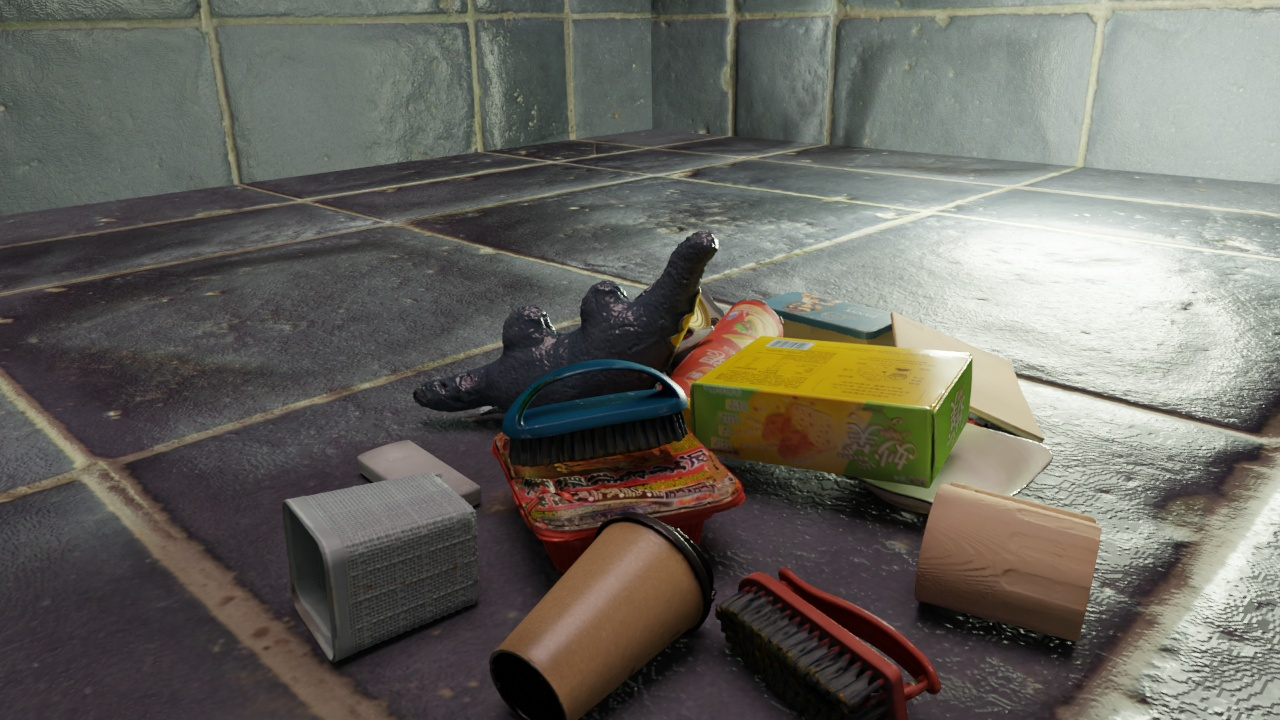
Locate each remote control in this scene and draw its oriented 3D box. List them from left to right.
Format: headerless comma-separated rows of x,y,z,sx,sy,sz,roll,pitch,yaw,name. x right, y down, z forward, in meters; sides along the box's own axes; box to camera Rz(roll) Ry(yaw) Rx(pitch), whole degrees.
-0.200,0.106,0.819,0.056,0.019,0.135,-18,26,-38,remote control

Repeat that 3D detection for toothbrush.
-0.006,0.006,0.950,0.188,0.017,0.016,-28,9,22,toothbrush

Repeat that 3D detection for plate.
0.255,0.094,0.802,0.163,0.034,0.164,-19,26,-39,plate

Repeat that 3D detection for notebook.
0.338,0.011,0.972,0.149,0.012,0.211,25,23,3,notebook

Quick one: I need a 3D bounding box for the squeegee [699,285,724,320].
-0.002,-0.002,1.073,0.246,0.039,0.246,-16,42,-17,squeegee

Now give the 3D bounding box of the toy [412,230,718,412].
-0.062,0.000,0.905,0.357,0.138,0.091,-24,18,19,toy

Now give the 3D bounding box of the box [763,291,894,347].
0.233,-0.036,1.121,0.184,0.059,0.089,15,26,41,box

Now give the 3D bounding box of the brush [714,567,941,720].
0.109,0.173,0.559,0.069,0.063,0.146,-25,27,-23,brush

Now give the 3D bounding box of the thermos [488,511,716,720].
-0.022,0.161,0.572,0.093,0.093,0.142,14,33,35,thermos

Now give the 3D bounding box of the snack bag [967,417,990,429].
0.288,0.062,0.900,0.105,0.026,0.045,13,26,37,snack bag

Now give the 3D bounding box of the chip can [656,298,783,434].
0.077,0.012,0.932,0.073,0.073,0.215,9,33,26,chip can

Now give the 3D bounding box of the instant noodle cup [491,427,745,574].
-0.024,0.103,0.731,0.164,0.079,0.189,-8,23,-18,instant noodle cup

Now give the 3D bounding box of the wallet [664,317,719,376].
0.072,0.002,1.024,0.096,0.020,0.122,-16,45,-18,wallet

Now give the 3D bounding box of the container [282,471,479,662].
-0.178,0.137,0.641,0.111,0.090,0.090,-11,23,-35,container

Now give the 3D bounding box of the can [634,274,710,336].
0.009,-0.031,0.978,0.111,0.075,0.075,-39,1,30,can

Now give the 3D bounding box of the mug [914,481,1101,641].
0.257,0.130,0.638,0.104,0.084,0.124,12,25,26,mug

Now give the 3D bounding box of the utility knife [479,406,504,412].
-0.100,0.023,1.003,0.166,0.018,0.034,-22,50,-18,utility knife

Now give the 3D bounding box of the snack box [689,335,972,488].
0.171,0.038,0.812,0.210,0.070,0.157,6,20,29,snack box

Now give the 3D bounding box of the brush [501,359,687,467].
-0.034,0.036,0.693,0.143,0.073,0.055,-10,13,-15,brush
